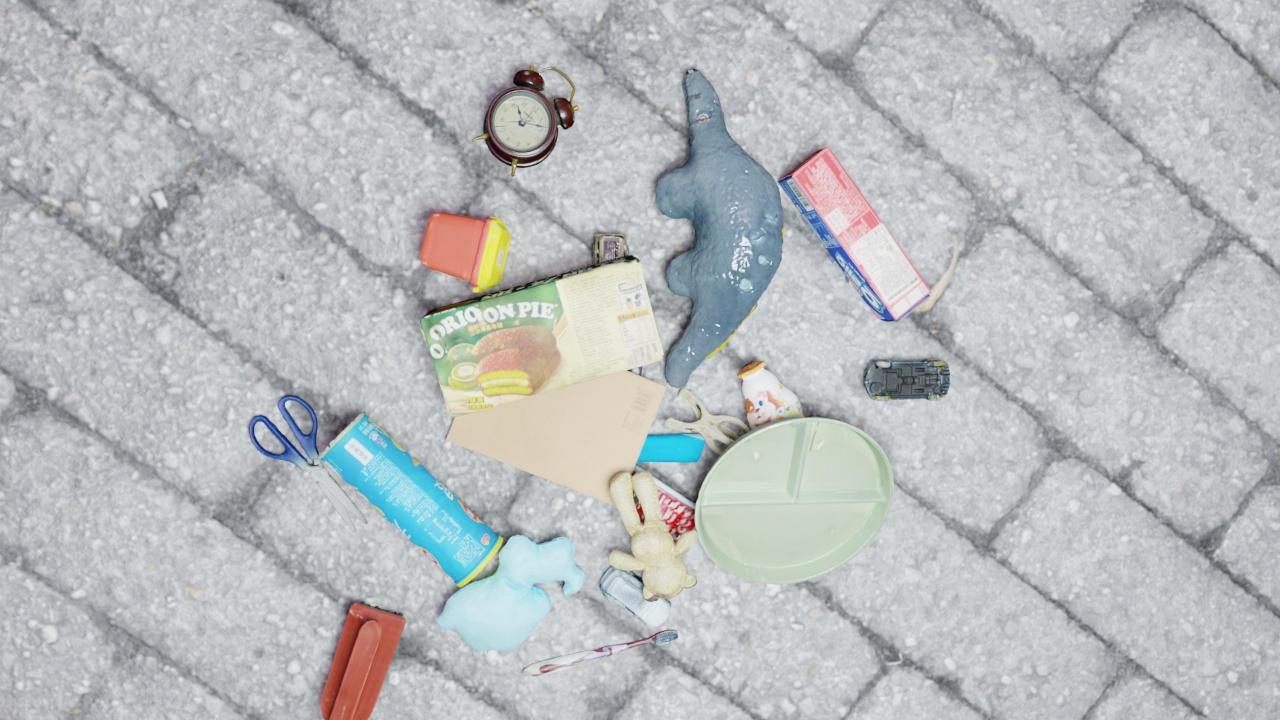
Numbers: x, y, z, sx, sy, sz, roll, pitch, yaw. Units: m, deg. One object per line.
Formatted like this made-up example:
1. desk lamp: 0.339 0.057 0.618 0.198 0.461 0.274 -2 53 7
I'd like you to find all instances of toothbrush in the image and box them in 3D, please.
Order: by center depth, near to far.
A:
1. toothbrush: -0.045 0.344 1.073 0.187 0.017 0.016 -13 96 -6

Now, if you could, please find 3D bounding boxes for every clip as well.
1. clip: 0.079 0.075 1.047 0.100 0.035 0.070 27 54 -2

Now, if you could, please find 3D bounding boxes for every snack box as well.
1. snack box: -0.187 -0.118 0.980 0.080 0.091 0.082 14 93 -1
2. snack box: -0.103 -0.027 0.985 0.240 0.063 0.114 -16 103 0
3. snack box: 0.243 -0.139 1.042 0.058 0.057 0.207 -39 98 -5

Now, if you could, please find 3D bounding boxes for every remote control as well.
1. remote control: 0.027 0.175 1.064 0.136 0.020 0.056 35 90 -8

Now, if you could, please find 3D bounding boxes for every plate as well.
1. plate: 0.172 0.158 1.039 0.230 0.027 0.230 -3 119 -7

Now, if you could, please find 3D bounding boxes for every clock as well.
1. clock: -0.120 -0.262 0.990 0.082 0.055 0.122 41 88 -8

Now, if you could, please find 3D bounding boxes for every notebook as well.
1. notebook: -0.094 0.060 1.035 0.211 0.012 0.149 22 91 -2

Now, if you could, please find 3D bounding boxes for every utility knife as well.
1. utility knife: -0.005 0.101 1.056 0.161 0.018 0.034 0 92 -5

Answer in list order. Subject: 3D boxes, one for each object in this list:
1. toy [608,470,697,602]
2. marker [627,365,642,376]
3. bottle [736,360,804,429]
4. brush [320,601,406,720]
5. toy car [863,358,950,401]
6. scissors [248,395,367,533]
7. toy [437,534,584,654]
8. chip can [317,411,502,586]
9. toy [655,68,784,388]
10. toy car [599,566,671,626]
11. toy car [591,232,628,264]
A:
1. toy: 0.010 0.195 1.027 0.105 0.066 0.157 -18 105 5
2. marker: -0.006 0.006 1.048 0.018 0.015 0.124 5 96 -3
3. bottle: 0.149 0.055 1.046 0.063 0.063 0.108 -29 97 -3
4. brush: -0.313 0.346 1.017 0.063 0.069 0.146 19 93 -7
5. toy car: 0.311 0.022 1.077 0.105 0.031 0.049 -1 94 -8
6. scissors: -0.354 0.112 1.020 0.173 0.012 0.126 28 92 -9
7. toy: -0.145 0.269 1.038 0.161 0.050 0.156 5 104 -16
8. chip can: -0.251 0.152 1.006 0.210 0.071 0.071 45 89 -8
9. toy: 0.089 -0.145 1.015 0.138 0.091 0.356 2 94 21
10. toy car: -0.005 0.274 1.064 0.090 0.034 0.043 37 87 -10
11. toy car: -0.035 -0.097 1.026 0.042 0.035 0.090 2 98 -5
